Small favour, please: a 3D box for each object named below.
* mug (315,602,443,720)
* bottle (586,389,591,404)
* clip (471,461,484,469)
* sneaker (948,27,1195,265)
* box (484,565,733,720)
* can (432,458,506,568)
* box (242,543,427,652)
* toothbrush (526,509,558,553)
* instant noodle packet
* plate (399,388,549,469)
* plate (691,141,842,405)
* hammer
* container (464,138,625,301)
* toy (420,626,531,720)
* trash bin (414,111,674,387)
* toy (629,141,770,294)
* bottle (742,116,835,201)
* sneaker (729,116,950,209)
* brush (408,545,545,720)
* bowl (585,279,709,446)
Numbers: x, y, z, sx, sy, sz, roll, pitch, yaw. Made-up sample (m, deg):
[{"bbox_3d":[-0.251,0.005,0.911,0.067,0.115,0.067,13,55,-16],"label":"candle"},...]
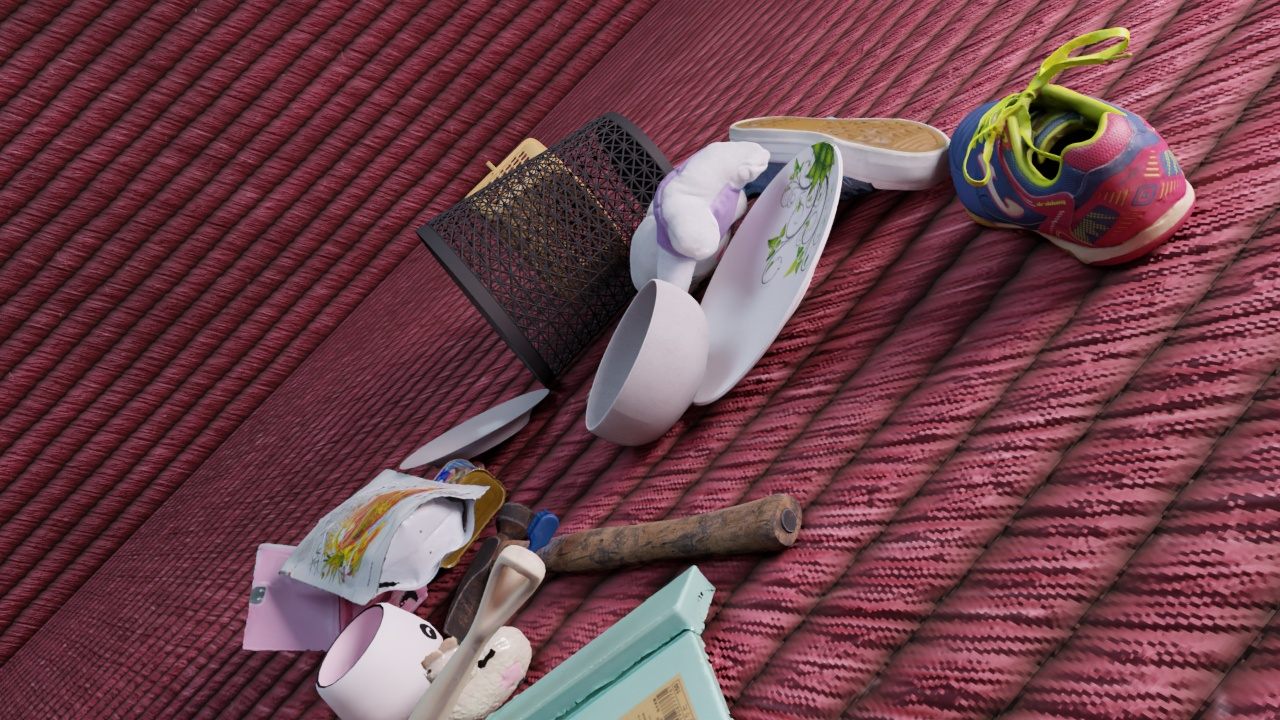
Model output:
[{"bbox_3d":[-0.197,0.234,0.705,0.090,0.076,0.124,-52,22,-17],"label":"mug"},{"bbox_3d":[-0.005,0.005,0.828,0.109,0.042,0.043,-54,23,-19],"label":"bottle"},{"bbox_3d":[-0.189,0.131,0.960,0.041,0.023,0.059,-22,25,53],"label":"clip"},{"bbox_3d":[0.247,-0.143,0.574,0.116,0.091,0.241,-42,21,12],"label":"sneaker"},{"bbox_3d":[-0.033,0.205,0.513,0.187,0.056,0.138,-40,15,13],"label":"box"},{"bbox_3d":[-0.178,0.144,0.867,0.099,0.054,0.059,-52,25,-16],"label":"can"},{"bbox_3d":[-0.298,0.224,0.919,0.172,0.075,0.233,-19,17,-12],"label":"box"},{"bbox_3d":[-0.113,0.190,0.661,0.190,0.016,0.017,-59,27,0],"label":"toothbrush"},{"bbox_3d":[-0.239,0.148,0.821,0.146,0.057,0.270,-44,21,-29],"label":"instant noodle packet"},{"bbox_3d":[-0.170,0.079,0.964,0.173,0.019,0.172,-26,8,4],"label":"plate"},{"bbox_3d":[0.103,-0.063,0.730,0.230,0.030,0.229,-59,14,24],"label":"plate"},{"bbox_3d":[-0.025,0.138,0.641,0.331,0.033,0.119,-20,36,46],"label":"hammer"},{"bbox_3d":[-0.119,-0.181,1.178,0.129,0.183,0.167,-44,28,1],"label":"container"},{"bbox_3d":[-0.112,0.214,0.615,0.087,0.050,0.112,-44,-13,-11],"label":"toy"},{"bbox_3d":[-0.080,-0.132,1.006,0.243,0.217,0.217,-40,21,-7],"label":"trash bin"},{"bbox_3d":[0.042,-0.121,0.842,0.137,0.085,0.209,-60,1,-12],"label":"toy"},{"bbox_3d":[0.144,-0.189,0.902,0.131,0.048,0.047,-23,30,43],"label":"bottle"},{"bbox_3d":[0.168,-0.164,0.792,0.087,0.079,0.236,-21,27,-29],"label":"sneaker"},{"bbox_3d":[-0.126,0.212,0.542,0.273,0.062,0.077,-58,14,23],"label":"brush"},{"bbox_3d":[0.013,0.007,0.733,0.132,0.064,0.131,-60,14,25],"label":"bowl"}]
